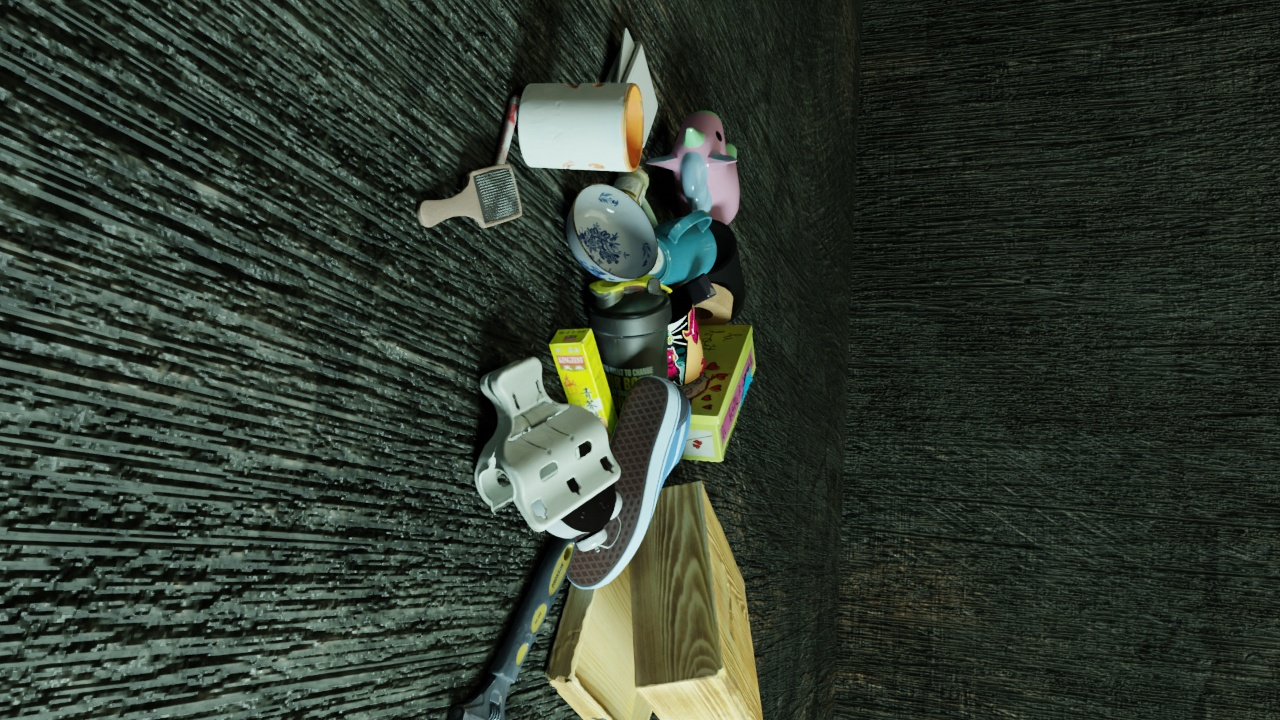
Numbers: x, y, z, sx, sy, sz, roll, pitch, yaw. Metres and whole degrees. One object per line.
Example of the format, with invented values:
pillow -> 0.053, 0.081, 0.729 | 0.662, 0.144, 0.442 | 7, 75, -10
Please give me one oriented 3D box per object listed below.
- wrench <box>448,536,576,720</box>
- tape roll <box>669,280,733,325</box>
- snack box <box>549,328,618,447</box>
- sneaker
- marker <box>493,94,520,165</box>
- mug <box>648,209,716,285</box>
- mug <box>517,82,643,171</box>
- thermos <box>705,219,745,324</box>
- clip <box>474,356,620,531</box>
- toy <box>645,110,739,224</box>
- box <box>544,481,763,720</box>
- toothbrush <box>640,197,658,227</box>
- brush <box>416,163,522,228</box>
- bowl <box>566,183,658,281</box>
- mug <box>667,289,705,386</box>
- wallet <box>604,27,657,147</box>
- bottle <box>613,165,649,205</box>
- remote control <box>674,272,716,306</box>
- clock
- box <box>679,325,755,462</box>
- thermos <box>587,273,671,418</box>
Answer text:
wrench -> -0.117, 0.268, 0.871 | 0.073, 0.022, 0.272 | 68, 30, -31
tape roll -> 0.081, -0.078, 1.280 | 0.094, 0.094, 0.027 | 49, 46, -60
snack box -> -0.058, 0.032, 0.994 | 0.028, 0.040, 0.148 | -65, 148, -48
sneaker -> 0.000, 0.140, 1.008 | 0.098, 0.083, 0.241 | 28, 82, -56
marker -> -0.128, -0.186, 0.844 | 0.013, 0.013, 0.142 | 52, 43, -58
mug -> 0.045, -0.146, 1.170 | 0.084, 0.112, 0.104 | 48, 36, 12
mug -> -0.056, -0.226, 0.885 | 0.082, 0.105, 0.082 | 5, 89, -79
thermos -> 0.106, -0.118, 1.333 | 0.199, 0.086, 0.086 | 63, 33, -66
clip -> -0.103, 0.075, 0.846 | 0.152, 0.102, 0.126 | 55, 40, 5
toy -> 0.090, -0.245, 1.291 | 0.170, 0.120, 0.222 | -69, 156, -51
box -> 0.025, 0.310, 1.090 | 0.279, 0.192, 0.250 | 64, 18, -48
toothbrush -> 0.001, -0.208, 1.176 | 0.015, 0.022, 0.155 | -53, 148, -16
brush -> -0.141, -0.136, 0.783 | 0.135, 0.015, 0.050 | -35, 116, -57
bowl -> -0.039, -0.132, 1.002 | 0.114, 0.045, 0.114 | 18, 59, -34
mug -> 0.032, -0.038, 1.191 | 0.118, 0.082, 0.098 | -108, -178, -55
wallet -> -0.014, -0.330, 1.105 | 0.118, 0.037, 0.115 | -74, 155, -42
bottle -> -0.021, -0.186, 1.086 | 0.043, 0.043, 0.110 | 69, 29, -44
remote control -> 0.056, -0.081, 1.195 | 0.015, 0.137, 0.032 | -33, 94, -26
clock -> -0.063, 0.138, 0.920 | 0.122, 0.035, 0.094 | 49, 40, -17
box -> 0.076, 0.035, 1.234 | 0.220, 0.124, 0.079 | -61, 147, -49
thermos -> -0.006, 0.006, 1.063 | 0.097, 0.098, 0.221 | -53, 143, -57
